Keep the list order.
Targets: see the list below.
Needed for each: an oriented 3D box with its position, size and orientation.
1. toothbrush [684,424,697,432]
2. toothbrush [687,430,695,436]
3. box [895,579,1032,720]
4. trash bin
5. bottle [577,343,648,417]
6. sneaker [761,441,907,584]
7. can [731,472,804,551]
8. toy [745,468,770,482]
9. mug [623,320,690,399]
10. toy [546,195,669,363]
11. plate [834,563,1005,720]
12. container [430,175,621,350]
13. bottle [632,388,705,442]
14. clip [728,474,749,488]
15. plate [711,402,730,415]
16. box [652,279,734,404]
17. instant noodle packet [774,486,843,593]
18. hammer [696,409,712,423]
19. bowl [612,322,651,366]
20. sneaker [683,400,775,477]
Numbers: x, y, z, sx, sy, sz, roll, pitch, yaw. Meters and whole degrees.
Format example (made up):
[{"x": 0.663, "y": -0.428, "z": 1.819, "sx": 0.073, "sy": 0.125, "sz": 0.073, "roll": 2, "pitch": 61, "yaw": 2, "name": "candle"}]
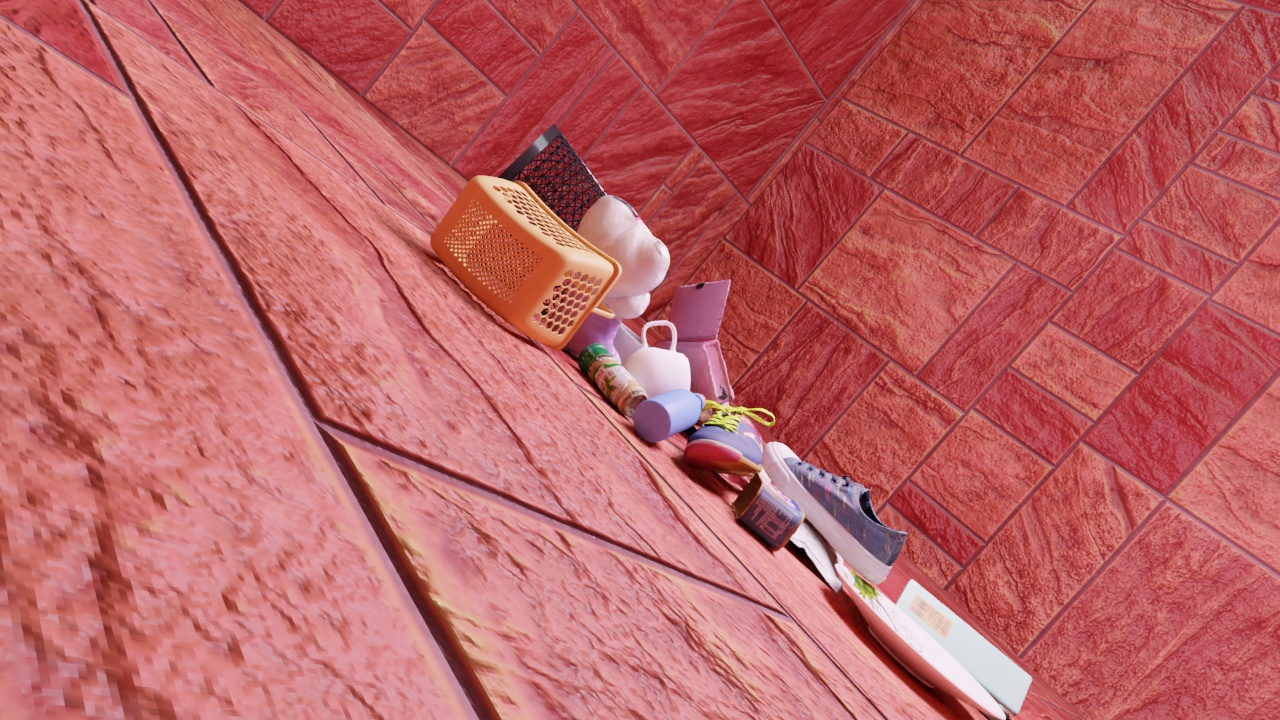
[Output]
[{"x": 0.114, "y": 0.130, "z": 1.449, "sx": 0.190, "sy": 0.016, "sz": 0.017, "roll": 35, "pitch": 14, "yaw": -53, "name": "toothbrush"}, {"x": 0.123, "y": 0.142, "z": 1.416, "sx": 0.017, "sy": 0.014, "sz": 0.188, "roll": 34, "pitch": -2, "yaw": 41, "name": "toothbrush"}, {"x": 0.394, "y": 0.355, "z": 1.137, "sx": 0.189, "sy": 0.079, "sz": 0.077, "roll": 41, "pitch": 6, "yaw": 14, "name": "box"}, {"x": -0.116, "y": -0.166, "z": 1.293, "sx": 0.243, "sy": 0.217, "sz": 0.217, "roll": 46, "pitch": 3, "yaw": -14, "name": "trash bin"}, {"x": -0.032, "y": 0.024, "z": 1.080, "sx": 0.042, "sy": 0.043, "sz": 0.110, "roll": 36, "pitch": 8, "yaw": -47, "name": "bottle"}, {"x": 0.247, "y": 0.175, "z": 1.172, "sx": 0.087, "sy": 0.079, "sz": 0.235, "roll": 23, "pitch": 20, "yaw": -50, "name": "sneaker"}, {"x": 0.140, "y": 0.167, "z": 1.025, "sx": 0.059, "sy": 0.054, "sz": 0.099, "roll": 38, "pitch": 4, "yaw": 0, "name": "can"}, {"x": 0.168, "y": 0.159, "z": 1.348, "sx": 0.112, "sy": 0.050, "sz": 0.087, "roll": 66, "pitch": 11, "yaw": 12, "name": "toy"}, {"x": 0.017, "y": 0.011, "z": 1.132, "sx": 0.076, "sy": 0.124, "sz": 0.090, "roll": 4, "pitch": -5, "yaw": -12, "name": "mug"}, {"x": -0.050, "y": -0.095, "z": 1.149, "sx": 0.137, "sy": 0.210, "sz": 0.085, "roll": 39, "pitch": 31, "yaw": 21, "name": "toy"}, {"x": 0.293, "y": 0.313, "z": 1.002, "sx": 0.229, "sy": 0.030, "sz": 0.229, "roll": 40, "pitch": 4, "yaw": -4, "name": "plate"}, {"x": -0.124, "y": -0.109, "z": 1.045, "sx": 0.183, "sy": 0.129, "sz": 0.167, "roll": 42, "pitch": 11, "yaw": 21, "name": "container"}, {"x": 0.041, "y": 0.057, "z": 1.048, "sx": 0.048, "sy": 0.048, "sz": 0.131, "roll": 42, "pitch": 24, "yaw": 16, "name": "bottle"}, {"x": 0.145, "y": 0.172, "z": 1.258, "sx": 0.057, "sy": 0.022, "sz": 0.035, "roll": 47, "pitch": 4, "yaw": 19, "name": "clip"}, {"x": 0.123, "y": 0.091, "z": 1.371, "sx": 0.172, "sy": 0.019, "sz": 0.173, "roll": -9, "pitch": 89, "yaw": -82, "name": "plate"}, {"x": 0.071, "y": -0.027, "z": 1.335, "sx": 0.055, "sy": 0.180, "sz": 0.233, "roll": -1, "pitch": 1, "yaw": -16, "name": "box"}, {"x": 0.219, "y": 0.219, "z": 1.212, "sx": 0.147, "sy": 0.057, "sz": 0.269, "roll": 40, "pitch": 9, "yaw": 12, "name": "instant noodle packet"}, {"x": 0.098, "y": 0.097, "z": 1.565, "sx": 0.120, "sy": 0.033, "sz": 0.330, "roll": 43, "pitch": 5, "yaw": 14, "name": "hammer"}, {"x": -0.008, "y": 0.008, "z": 1.299, "sx": 0.132, "sy": 0.064, "sz": 0.131, "roll": 40, "pitch": 4, "yaw": -4, "name": "bowl"}, {"x": 0.100, "y": 0.092, "z": 1.127, "sx": 0.116, "sy": 0.091, "sz": 0.241, "roll": 6, "pitch": -8, "yaw": 13, "name": "sneaker"}]
